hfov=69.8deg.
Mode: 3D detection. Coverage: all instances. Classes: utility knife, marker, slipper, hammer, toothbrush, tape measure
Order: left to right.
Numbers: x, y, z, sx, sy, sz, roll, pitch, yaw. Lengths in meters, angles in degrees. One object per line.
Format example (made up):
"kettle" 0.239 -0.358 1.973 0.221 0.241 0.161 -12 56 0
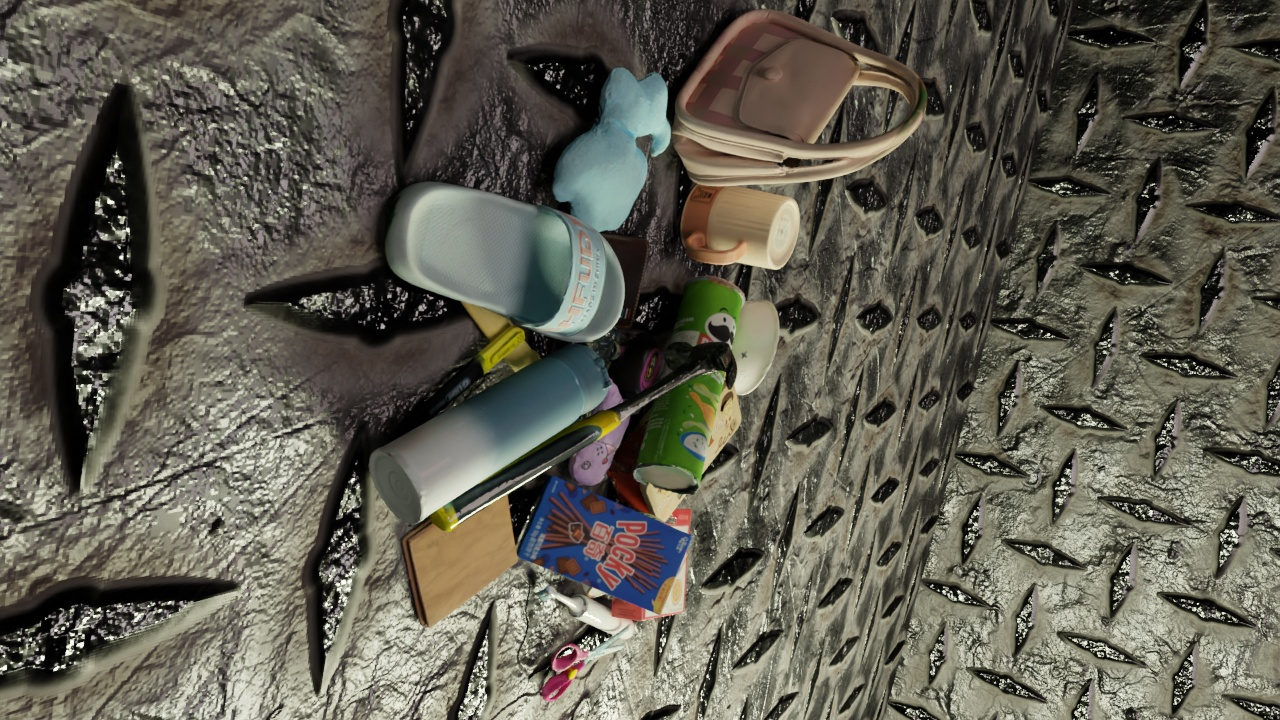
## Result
"marker" -0.140 0.013 0.747 0.123 0.015 0.018 -44 140 -27
"utility knife" -0.116 -0.026 0.777 0.030 0.019 0.173 -63 150 -25
"slipper" -0.088 -0.076 0.721 0.245 0.074 0.104 15 90 -51
"toothbrush" -0.058 0.279 1.022 0.026 0.026 0.221 -30 147 7
"hammer" -0.042 0.059 0.819 0.322 0.126 0.032 -29 105 -29
"tape measure" -0.006 0.006 0.957 0.057 0.039 0.057 -55 153 -40

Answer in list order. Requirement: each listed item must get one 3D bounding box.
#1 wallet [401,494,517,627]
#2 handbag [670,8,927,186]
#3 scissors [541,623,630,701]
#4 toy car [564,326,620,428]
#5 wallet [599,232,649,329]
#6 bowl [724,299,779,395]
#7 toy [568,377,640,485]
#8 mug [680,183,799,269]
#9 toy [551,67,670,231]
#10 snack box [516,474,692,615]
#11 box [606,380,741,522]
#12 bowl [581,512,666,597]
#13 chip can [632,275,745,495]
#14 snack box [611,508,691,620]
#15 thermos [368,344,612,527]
"wallet" -0.156 0.166 0.810 0.115 0.020 0.101 -36 133 -43
"handbag" 0.165 -0.253 0.911 0.192 0.234 0.093 -56 148 -27
"scissors" -0.058 0.327 1.034 0.136 0.017 0.096 -28 134 -35
"toy car" -0.059 0.016 0.874 0.054 0.037 0.121 -2 118 -57
"wallet" -0.039 -0.075 0.883 0.122 0.020 0.096 -6 110 -56
"bowl" 0.105 -0.024 1.089 0.064 0.118 0.118 15 92 -21
"toy" -0.040 0.078 0.937 0.084 0.039 0.108 39 70 -56
"mug" 0.101 -0.139 0.993 0.114 0.106 0.082 -45 140 -40
"toy" -0.024 -0.181 0.819 0.161 0.050 0.156 -14 113 -53
"snack box" -0.035 0.181 0.903 0.084 0.157 0.026 -67 -170 -10
"box" 0.034 0.088 1.041 0.168 0.079 0.091 -49 144 -25
"bowl" -0.022 0.198 0.984 0.113 0.062 0.114 -28 159 -12
"chip can" 0.053 0.024 0.978 0.072 0.072 0.235 60 39 -52
"snack box" 0.014 0.237 1.088 0.113 0.044 0.127 19 74 -60
"thermos" -0.114 0.052 0.751 0.219 0.070 0.070 -32 131 -41
